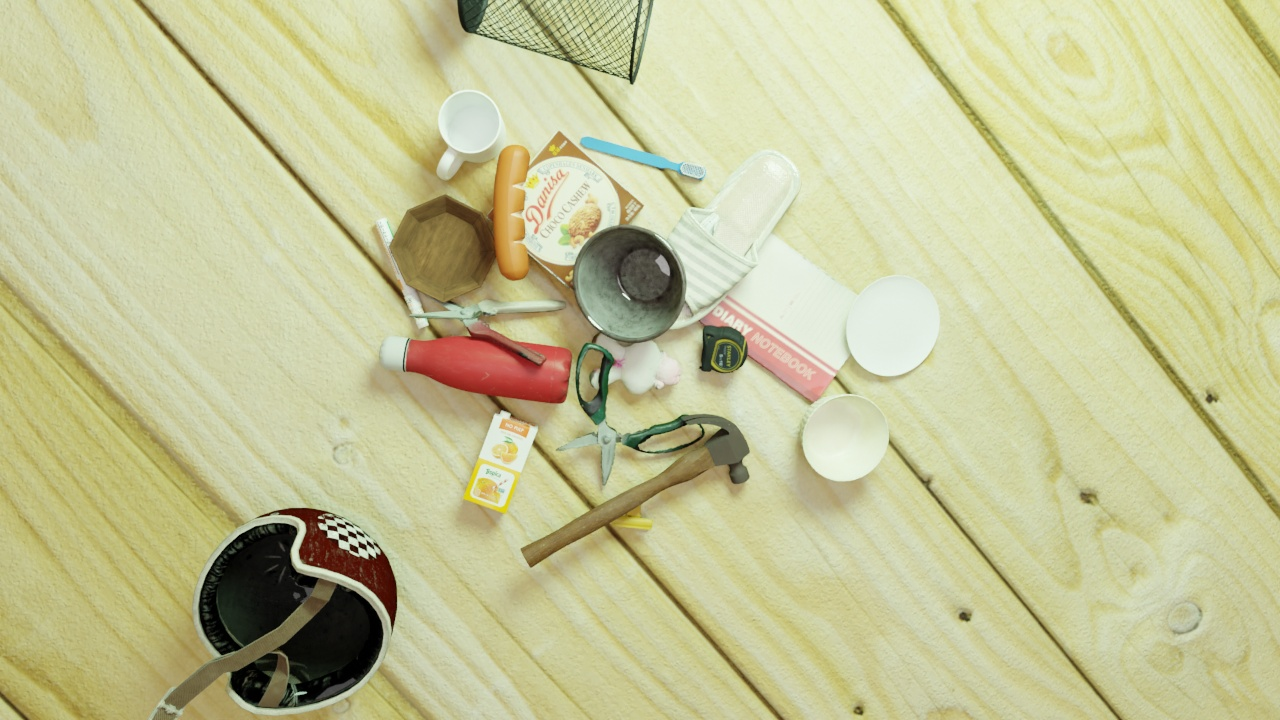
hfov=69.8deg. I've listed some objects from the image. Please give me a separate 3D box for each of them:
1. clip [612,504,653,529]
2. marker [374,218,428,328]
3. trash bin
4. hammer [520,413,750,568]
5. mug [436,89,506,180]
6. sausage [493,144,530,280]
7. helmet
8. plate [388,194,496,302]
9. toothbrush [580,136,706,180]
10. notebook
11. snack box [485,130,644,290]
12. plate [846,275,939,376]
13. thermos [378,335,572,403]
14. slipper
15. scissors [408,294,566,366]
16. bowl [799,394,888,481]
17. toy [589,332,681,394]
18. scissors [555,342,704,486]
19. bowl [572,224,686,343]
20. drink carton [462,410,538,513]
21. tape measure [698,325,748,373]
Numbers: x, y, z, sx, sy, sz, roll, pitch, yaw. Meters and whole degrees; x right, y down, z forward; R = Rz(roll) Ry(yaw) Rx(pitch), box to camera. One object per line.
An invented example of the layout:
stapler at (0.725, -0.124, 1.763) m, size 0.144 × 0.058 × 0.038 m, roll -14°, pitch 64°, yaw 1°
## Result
clip at (-0.009, 0.204, 1.218) m, size 0.054 × 0.046 × 0.048 m, roll 7°, pitch 120°, yaw -4°
marker at (-0.304, -0.110, 1.170) m, size 0.017 × 0.017 × 0.145 m, roll -21°, pitch 96°, yaw -2°
trash bin at (-0.094, -0.441, 1.081) m, size 0.210 × 0.184 × 0.184 m, roll 12°, pitch 94°, yaw 0°
hammer at (-0.006, 0.174, 1.186) m, size 0.322 × 0.033 × 0.115 m, roll -28°, pitch 111°, yaw -8°
mug at (-0.215, -0.270, 1.125) m, size 0.074 × 0.090 × 0.110 m, roll 34°, pitch 92°, yaw -7°
sausage at (-0.157, -0.180, 1.121) m, size 0.044 × 0.039 × 0.164 m, roll 1°, pitch 96°, yaw -1°
helmet at (-0.411, 0.300, 1.082) m, size 0.233 × 0.253 × 0.233 m, roll 23°, pitch 99°, yaw -31°
plate at (-0.247, -0.141, 1.164) m, size 0.131 × 0.025 × 0.131 m, roll 0°, pitch 92°, yaw -6°
toothbrush at (0.004, -0.262, 1.180) m, size 0.166 × 0.014 × 0.016 m, roll 14°, pitch 94°, yaw -5°
notebook at (0.192, -0.062, 1.214) m, size 0.208 × 0.012 × 0.153 m, roll 34°, pitch 92°, yaw -6°
snack box at (-0.095, -0.189, 1.166) m, size 0.147 × 0.041 × 0.143 m, roll 40°, pitch 92°, yaw -7°
plate at (0.333, -0.046, 1.218) m, size 0.134 × 0.011 × 0.134 m, roll -3°, pitch 102°, yaw -13°
thermos at (-0.209, 0.005, 1.161) m, size 0.240 × 0.073 × 0.073 m, roll 8°, pitch 95°, yaw -5°
slipper at (0.102, -0.155, 1.174) m, size 0.114 × 0.054 × 0.273 m, roll 42°, pitch 93°, yaw -3°
scissors at (-0.180, -0.052, 1.160) m, size 0.178 × 0.015 × 0.198 m, roll -28°, pitch 56°, yaw -31°
bowl at (0.260, 0.095, 1.206) m, size 0.115 × 0.062 × 0.115 m, roll -1°, pitch 100°, yaw -8°
toy at (-0.007, 0.007, 1.194) m, size 0.122 × 0.038 × 0.079 m, roll 11°, pitch 86°, yaw -3°
scissors at (-0.010, 0.070, 1.187) m, size 0.204 × 0.015 × 0.202 m, roll -3°, pitch 113°, yaw -13°
bowl at (-0.004, -0.100, 1.132) m, size 0.145 × 0.067 × 0.145 m, roll 6°, pitch 109°, yaw 19°
drink carton at (-0.180, 0.128, 1.191) m, size 0.058 × 0.040 × 0.122 m, roll 21°, pitch 94°, yaw -6°
tape measure at (0.109, -0.014, 1.194) m, size 0.061 × 0.034 × 0.062 m, roll 8°, pitch 117°, yaw 9°
